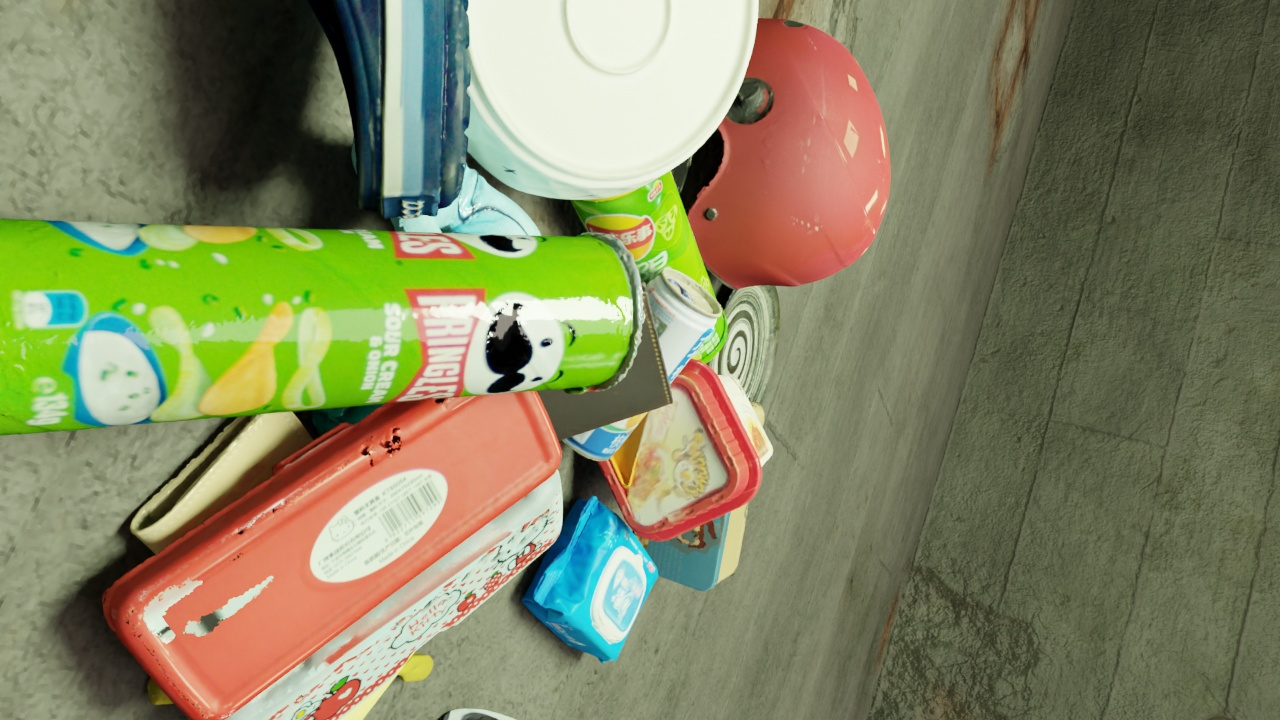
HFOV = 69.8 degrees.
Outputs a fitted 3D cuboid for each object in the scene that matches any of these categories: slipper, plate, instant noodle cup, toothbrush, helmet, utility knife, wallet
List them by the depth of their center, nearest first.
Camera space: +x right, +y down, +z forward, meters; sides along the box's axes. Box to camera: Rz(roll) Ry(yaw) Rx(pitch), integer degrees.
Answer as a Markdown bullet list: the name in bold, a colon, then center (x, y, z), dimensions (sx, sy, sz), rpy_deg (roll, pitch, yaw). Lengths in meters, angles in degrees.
- **slipper**: center (-0.115, -0.180, 0.349), dimensions (0.095, 0.105, 0.253), rpy_deg (-6, 96, -19)
- **wallet**: center (-0.173, 0.078, 0.433), dimensions (0.087, 0.024, 0.115), rpy_deg (-51, 144, -31)
- **plate**: center (-0.020, -0.182, 0.476), dimensions (0.204, 0.045, 0.205), rpy_deg (-13, 117, -29)
- **toothbrush**: center (-0.173, 0.164, 0.482), dimensions (0.190, 0.017, 0.015), rpy_deg (30, 77, -61)
- **utility knife**: center (-0.167, 0.205, 0.486), dimensions (0.166, 0.018, 0.031), rpy_deg (-56, 151, -21)
- **wallet**: center (-0.045, 0.010, 0.566), dimensions (0.020, 0.122, 0.096), rpy_deg (-114, -173, -51)
- **helmet**: center (-0.091, 0.361, 0.592), dimensions (0.258, 0.146, 0.228), rpy_deg (44, 63, -60)
- **instant noodle cup**: center (0.039, 0.064, 0.711), dimensions (0.116, 0.117, 0.124), rpy_deg (64, 23, 8)
- **helmet**: center (0.141, -0.173, 0.778), dimensions (0.206, 0.144, 0.240), rpy_deg (10, 90, -69)
- **plate**: center (0.097, -0.003, 0.918), dimensions (0.179, 0.024, 0.180), rpy_deg (-34, 130, -54)

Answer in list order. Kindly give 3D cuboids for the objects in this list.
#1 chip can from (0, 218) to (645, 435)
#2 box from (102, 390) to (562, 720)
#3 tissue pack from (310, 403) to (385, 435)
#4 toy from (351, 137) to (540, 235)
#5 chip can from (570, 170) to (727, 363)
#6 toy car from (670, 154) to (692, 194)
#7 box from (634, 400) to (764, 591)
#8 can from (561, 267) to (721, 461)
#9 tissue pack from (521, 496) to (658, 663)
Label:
- **chip can**: center (-0.113, -0.015, 0.345), dimensions (0.235, 0.072, 0.072), rpy_deg (-4, 108, -36)
- **box**: center (-0.120, 0.099, 0.433), dimensions (0.200, 0.059, 0.161), rpy_deg (-36, 136, -26)
- **tissue pack**: center (-0.113, 0.040, 0.497), dimensions (0.093, 0.050, 0.134), rpy_deg (-53, 145, -35)
- **toy**: center (-0.083, -0.061, 0.474), dimensions (0.156, 0.050, 0.161), rpy_deg (60, 12, -21)
- **chip can**: center (0.008, -0.074, 0.654), dimensions (0.072, 0.073, 0.221), rpy_deg (-63, 151, -24)
- **toy car**: center (0.013, -0.164, 0.649), dimensions (0.156, 0.041, 0.071), rpy_deg (79, 31, -64)
- **box**: center (0.052, 0.104, 0.811), dimensions (0.062, 0.090, 0.184), rpy_deg (-11, 110, -61)
- **can**: center (-0.004, 0.004, 0.624), dimensions (0.135, 0.053, 0.053), rpy_deg (-52, 161, 21)
- **tissue pack**: center (-0.033, 0.177, 0.719), dimensions (0.094, 0.052, 0.157), rpy_deg (-63, 150, -25)
